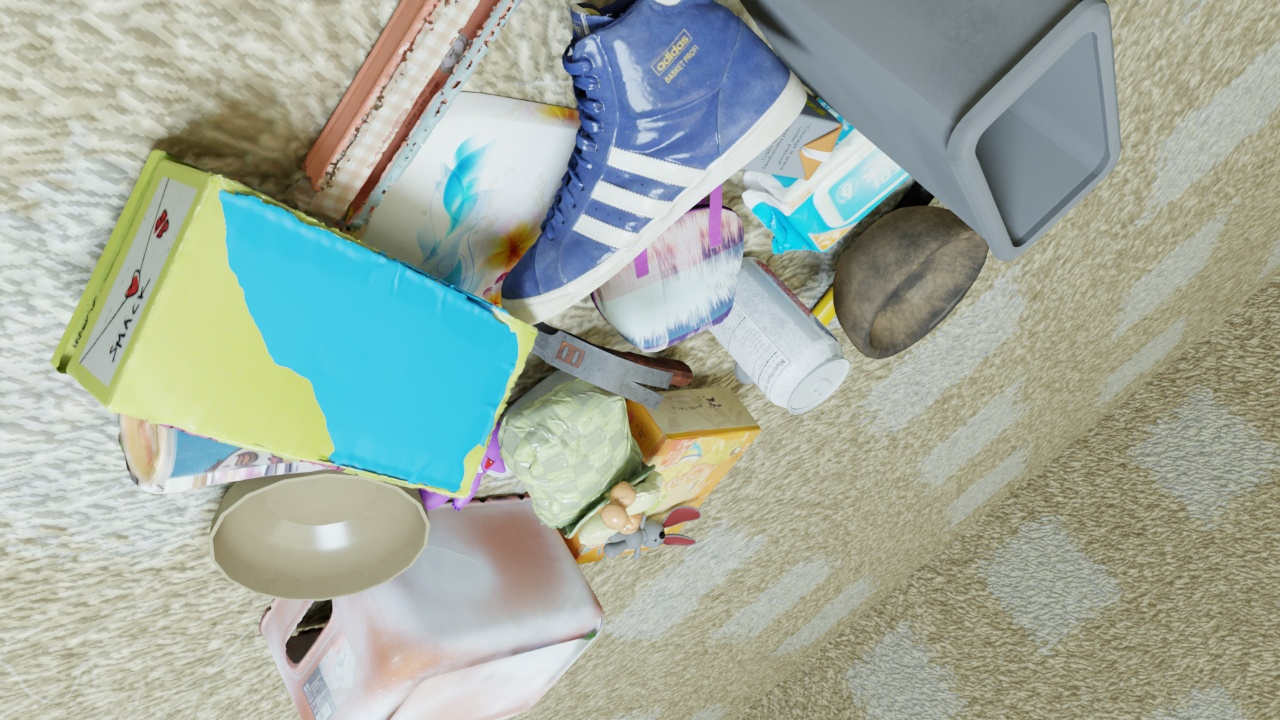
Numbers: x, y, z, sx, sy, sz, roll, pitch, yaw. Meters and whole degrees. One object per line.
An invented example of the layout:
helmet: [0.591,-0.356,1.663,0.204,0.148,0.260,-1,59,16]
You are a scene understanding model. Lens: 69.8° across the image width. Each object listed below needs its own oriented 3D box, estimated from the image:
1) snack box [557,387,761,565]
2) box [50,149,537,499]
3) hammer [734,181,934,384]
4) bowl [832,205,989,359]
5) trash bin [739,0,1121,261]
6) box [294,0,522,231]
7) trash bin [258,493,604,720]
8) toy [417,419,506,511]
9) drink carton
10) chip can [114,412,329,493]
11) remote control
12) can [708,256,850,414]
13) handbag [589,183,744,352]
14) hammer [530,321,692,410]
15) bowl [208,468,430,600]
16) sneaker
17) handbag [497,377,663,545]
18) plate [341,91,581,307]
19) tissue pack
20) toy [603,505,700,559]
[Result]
snack box: [0.006,0.112,0.941,0.144,0.080,0.196,-1,136,-45]
box: [-0.171,-0.008,0.500,0.220,0.082,0.124,24,88,-51]
hammer: [0.228,-0.096,0.953,0.126,0.029,0.324,3,130,-50]
bowl: [0.257,-0.083,0.903,0.162,0.070,0.162,-28,148,-20]
trash bin: [0.164,-0.186,0.552,0.098,0.220,0.191,-45,150,12]
box: [-0.125,-0.147,0.471,0.187,0.060,0.057,-50,-172,20]
trash bin: [-0.180,0.245,0.847,0.259,0.157,0.182,4,130,-51]
toy: [-0.147,0.070,0.738,0.087,0.056,0.106,-16,114,-30]
drink carton: [0.072,-0.167,0.632,0.124,0.076,0.049,-2,135,-41]
chip can: [-0.208,0.034,0.602,0.229,0.080,0.080,-4,136,-45]
remote control: [-0.095,0.056,0.804,0.114,0.028,0.060,-42,153,3]
can: [0.116,-0.023,0.814,0.078,0.136,0.078,-28,149,-18]
handbag: [0.024,-0.097,0.697,0.144,0.068,0.170,-24,141,-21]
hammer: [-0.005,0.004,0.742,0.028,0.111,0.300,-66,164,4]
bowl: [-0.236,0.115,0.682,0.152,0.050,0.153,-10,136,-10]
sneaker: [-0.032,-0.127,0.535,0.233,0.091,0.118,-34,119,22]
handbag: [-0.043,0.092,0.759,0.113,0.117,0.187,-39,156,-12]
plate: [-0.104,-0.085,0.607,0.186,0.016,0.187,-5,137,-45]
tissue pack: [0.175,-0.174,0.746,0.209,0.066,0.117,-42,150,10]
toy: [0.011,0.174,0.918,0.111,0.030,0.049,-4,109,-38]
